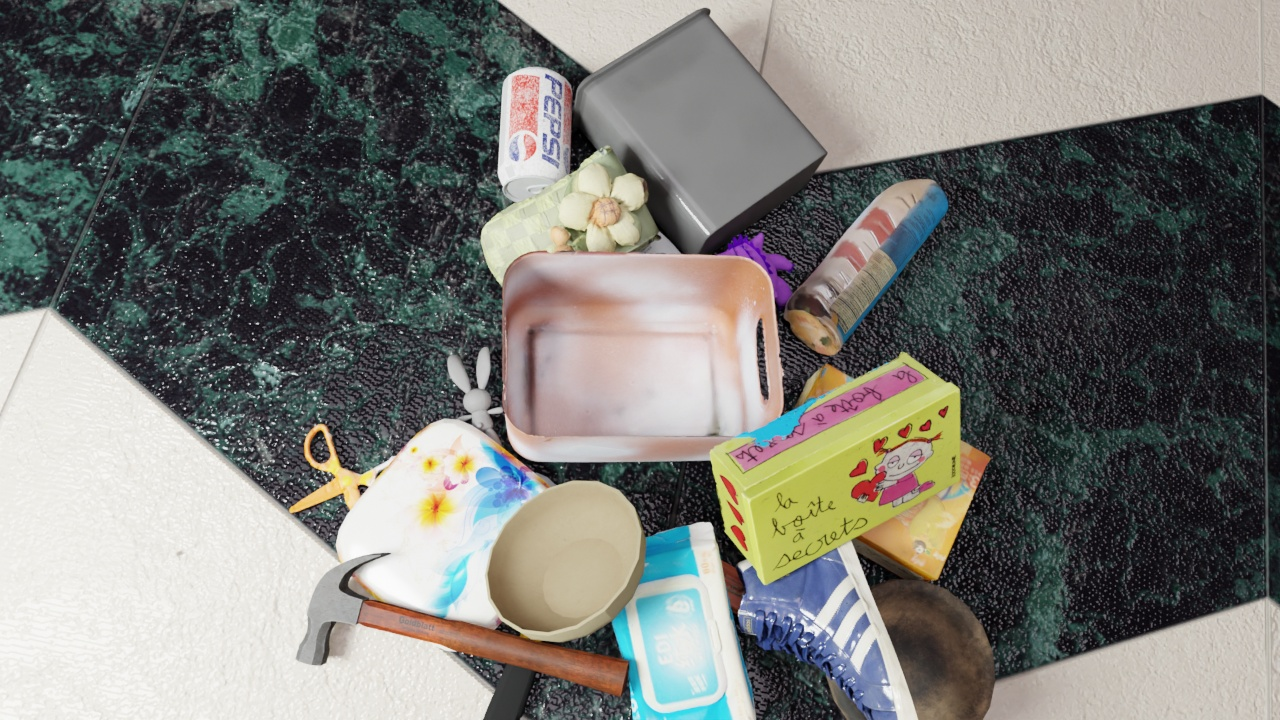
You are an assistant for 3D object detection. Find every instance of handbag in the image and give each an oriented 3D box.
[{"bbox_3d":[-0.072,-0.131,0.944,0.186,0.117,0.113,-30,105,3],"label":"handbag"}]

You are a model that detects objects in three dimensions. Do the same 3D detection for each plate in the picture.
[{"bbox_3d":[-0.184,0.165,0.889,0.187,0.016,0.186,37,77,10],"label":"plate"}]

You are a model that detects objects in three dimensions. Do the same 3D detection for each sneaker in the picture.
[{"bbox_3d":[0.157,0.260,0.818,0.118,0.091,0.232,-15,53,2],"label":"sneaker"}]

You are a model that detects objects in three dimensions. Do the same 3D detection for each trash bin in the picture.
[{"bbox_3d":[-0.005,0.005,0.913,0.259,0.158,0.181,-1,73,-7],"label":"trash bin"},{"bbox_3d":[0.065,-0.252,1.034,0.191,0.098,0.220,-36,82,-17],"label":"trash bin"}]

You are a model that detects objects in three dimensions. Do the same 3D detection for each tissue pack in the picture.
[{"bbox_3d":[0.034,0.257,0.865,0.117,0.066,0.209,-13,87,2],"label":"tissue pack"}]

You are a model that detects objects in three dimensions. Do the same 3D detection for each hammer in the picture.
[{"bbox_3d":[-0.158,0.253,0.839,0.301,0.028,0.111,12,83,6],"label":"hammer"},{"bbox_3d":[-0.107,0.279,0.883,0.127,0.029,0.323,22,72,-1],"label":"hammer"}]

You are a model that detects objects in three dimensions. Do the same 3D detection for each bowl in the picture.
[{"bbox_3d":[0.257,0.299,0.903,0.162,0.070,0.162,2,73,-7],"label":"bowl"},{"bbox_3d":[-0.061,0.186,0.829,0.152,0.050,0.152,-15,46,16],"label":"bowl"}]

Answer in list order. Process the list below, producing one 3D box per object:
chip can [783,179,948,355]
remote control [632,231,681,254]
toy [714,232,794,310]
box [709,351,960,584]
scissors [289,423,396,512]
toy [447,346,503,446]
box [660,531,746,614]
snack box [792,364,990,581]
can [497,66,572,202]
[{"bbox_3d":[0.254,-0.113,1.029,0.080,0.080,0.229,40,72,5],"label":"chip can"},{"bbox_3d":[0.007,-0.115,1.018,0.114,0.028,0.060,45,74,7],"label":"remote control"},{"bbox_3d":[0.123,-0.094,1.013,0.106,0.056,0.088,-26,80,-15],"label":"toy"},{"bbox_3d":[0.179,0.097,0.835,0.220,0.124,0.082,-25,38,-16],"label":"box"},{"bbox_3d":[-0.289,0.118,0.914,0.129,0.011,0.125,-21,82,-11],"label":"scissors"},{"bbox_3d":[-0.168,0.043,0.945,0.049,0.030,0.111,-14,80,3],"label":"toy"},{"bbox_3d":[0.096,0.226,0.920,0.187,0.060,0.057,28,39,0],"label":"box"},{"bbox_3d":[0.235,0.118,0.951,0.195,0.081,0.145,30,72,2],"label":"snack box"},{"bbox_3d":[-0.116,-0.248,1.016,0.078,0.078,0.136,3,73,-7],"label":"can"}]
